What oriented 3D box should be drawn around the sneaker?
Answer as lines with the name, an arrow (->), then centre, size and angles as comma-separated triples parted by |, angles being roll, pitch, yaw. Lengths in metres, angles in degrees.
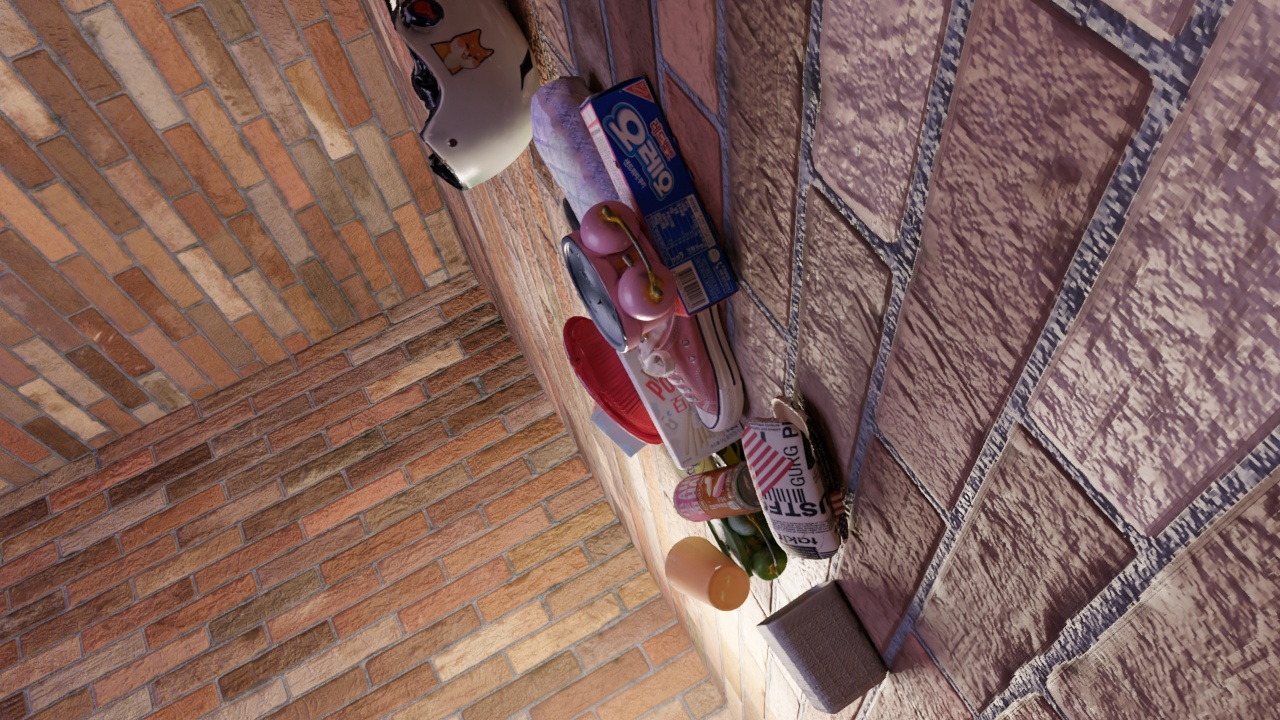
sneaker -> 0.040, -0.012, 0.939 | 0.118, 0.087, 0.241 | 50, 163, 48

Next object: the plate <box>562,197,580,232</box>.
plate -> -0.030, -0.121, 1.073 | 0.179, 0.024, 0.179 | 53, -166, -19

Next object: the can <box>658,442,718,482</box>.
can -> 0.061, 0.123, 1.254 | 0.116, 0.058, 0.058 | 62, 170, 0

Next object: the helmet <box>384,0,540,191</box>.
helmet -> -0.205, -0.348, 1.091 | 0.230, 0.156, 0.274 | 163, 90, -81

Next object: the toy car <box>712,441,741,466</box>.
toy car -> 0.101, 0.109, 1.102 | 0.048, 0.032, 0.105 | 40, 168, 50

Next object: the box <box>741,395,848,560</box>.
box -> 0.151, 0.103, 0.830 | 0.075, 0.083, 0.163 | -1, 121, 37

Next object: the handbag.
handbag -> -0.042, -0.180, 0.946 | 0.194, 0.075, 0.134 | 60, 171, 12

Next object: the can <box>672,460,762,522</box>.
can -> 0.094, 0.154, 1.065 | 0.058, 0.057, 0.148 | 62, 151, 1

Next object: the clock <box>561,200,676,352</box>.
clock -> -0.016, -0.076, 0.808 | 0.117, 0.059, 0.159 | 60, 168, 9

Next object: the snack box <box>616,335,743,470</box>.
snack box -> 0.045, 0.036, 1.040 | 0.157, 0.084, 0.027 | 62, 171, -1

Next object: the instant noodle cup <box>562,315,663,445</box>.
instant noodle cup -> -0.007, 0.007, 1.123 | 0.194, 0.066, 0.193 | 43, -159, -21

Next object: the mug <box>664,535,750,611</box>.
mug -> 0.088, 0.274, 1.164 | 0.078, 0.078, 0.123 | 64, 164, -10

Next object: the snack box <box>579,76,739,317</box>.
snack box -> 0.016, -0.143, 0.812 | 0.207, 0.057, 0.058 | 64, 172, -11

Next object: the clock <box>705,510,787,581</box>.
clock -> 0.132, 0.217, 1.157 | 0.116, 0.056, 0.161 | 64, 169, -11

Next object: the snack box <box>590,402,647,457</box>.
snack box -> -0.014, 0.049, 1.206 | 0.074, 0.052, 0.174 | 44, -159, -15

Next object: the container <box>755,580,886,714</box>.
container -> 0.199, 0.315, 1.003 | 0.114, 0.090, 0.090 | 57, 169, 13
